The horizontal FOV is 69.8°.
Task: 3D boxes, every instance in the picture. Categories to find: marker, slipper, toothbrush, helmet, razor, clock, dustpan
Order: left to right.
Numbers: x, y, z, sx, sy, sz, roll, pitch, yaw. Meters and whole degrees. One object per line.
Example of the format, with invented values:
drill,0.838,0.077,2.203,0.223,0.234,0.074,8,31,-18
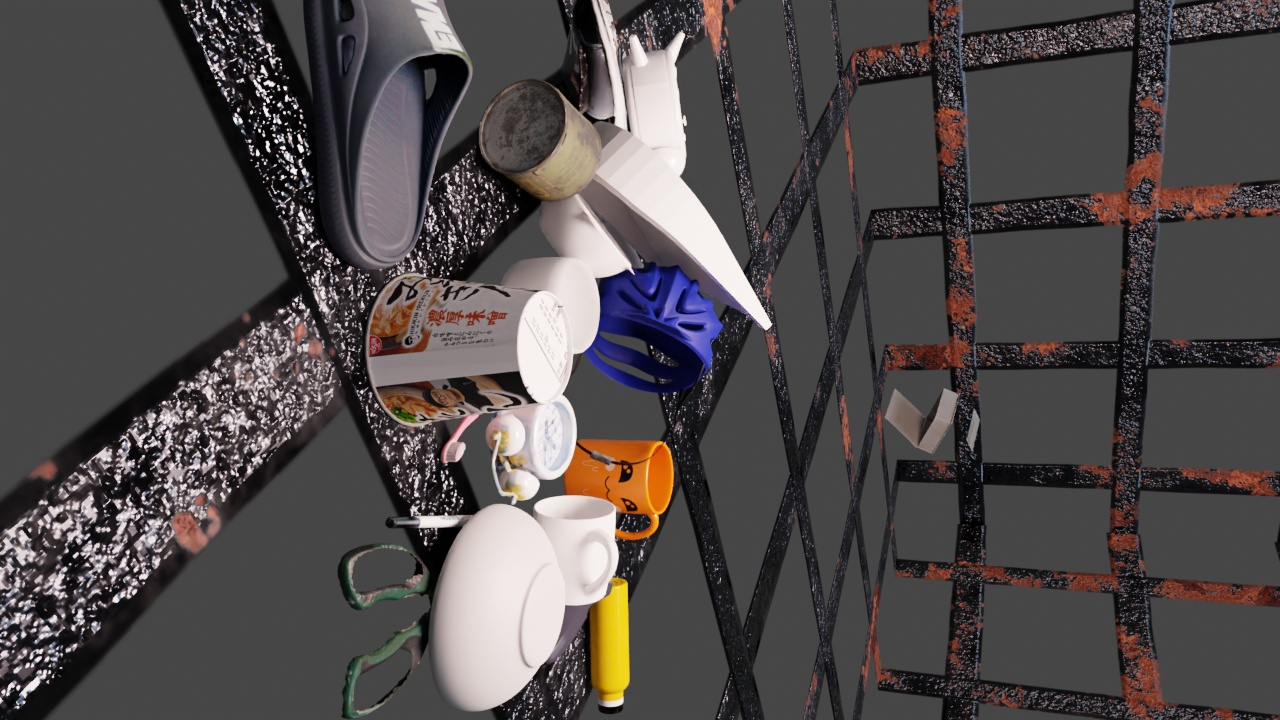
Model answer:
slipper,-0.176,-0.200,0.659,0.110,0.083,0.268,-1,91,-65
marker,-0.163,0.135,0.771,0.152,0.011,0.011,20,71,-65
toothbrush,-0.144,0.036,0.810,0.022,0.016,0.134,69,31,-43
clock,-0.107,0.078,0.856,0.125,0.052,0.089,-51,137,-52
razor,-0.070,0.258,0.949,0.052,0.047,0.142,53,39,-16
slipper,-0.049,-0.293,0.977,0.264,0.063,0.111,77,4,-55
marker,-0.013,-0.129,1.115,0.141,0.020,0.020,60,37,-49
helmet,-0.006,0.006,0.982,0.242,0.148,0.227,126,-14,-78
dustpan,0.011,-0.134,0.970,0.053,0.191,0.258,-46,132,-10
clock,0.024,-0.285,1.046,0.125,0.073,0.161,-81,163,-76

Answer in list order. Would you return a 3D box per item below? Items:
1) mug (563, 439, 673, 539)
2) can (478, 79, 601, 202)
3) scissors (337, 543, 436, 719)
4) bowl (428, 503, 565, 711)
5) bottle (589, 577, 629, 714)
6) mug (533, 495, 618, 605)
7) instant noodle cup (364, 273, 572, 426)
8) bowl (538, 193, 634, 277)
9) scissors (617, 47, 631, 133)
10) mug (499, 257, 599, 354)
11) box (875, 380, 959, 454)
mug,-0.021,0.142,0.994,0.077,0.096,0.113,-38,124,-62
can,-0.091,-0.200,0.844,0.074,0.090,0.089,26,66,-65
scissors,-0.177,0.177,0.733,0.209,0.015,0.137,-34,119,-65
bowl,-0.110,0.216,0.796,0.176,0.066,0.176,5,89,-72
bottle,-0.035,0.319,1.025,0.043,0.043,0.143,-4,93,-67
mug,-0.057,0.190,0.894,0.080,0.114,0.088,-4,100,-35
instant noodle cup,-0.126,-0.009,0.717,0.123,0.122,0.123,0,90,-67
bowl,-0.063,-0.126,0.922,0.114,0.050,0.114,53,5,-7
scissors,-0.014,-0.295,1.120,0.155,0.019,0.125,62,34,-45
mug,-0.084,-0.054,0.886,0.115,0.068,0.094,-30,117,-64
box,0.935,0.172,3.137,0.166,0.232,0.169,-55,163,-44
